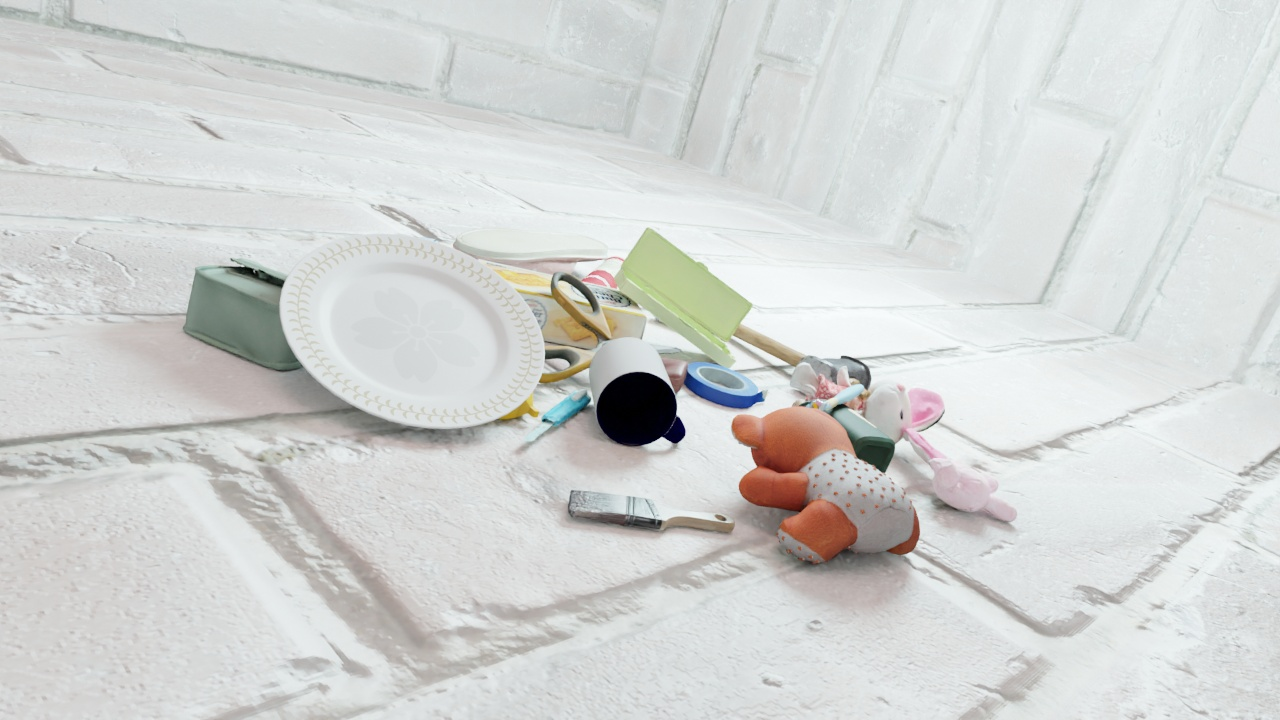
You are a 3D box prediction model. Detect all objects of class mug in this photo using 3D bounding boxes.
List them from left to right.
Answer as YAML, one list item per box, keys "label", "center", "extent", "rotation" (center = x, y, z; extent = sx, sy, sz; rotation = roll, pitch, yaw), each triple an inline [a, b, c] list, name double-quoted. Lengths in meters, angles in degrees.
- label: "mug"
  center: [0.003, 0.040, 0.919]
  extent: [0.112, 0.079, 0.096]
  rotation: [41, 11, -19]

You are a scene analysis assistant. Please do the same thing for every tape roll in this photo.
- label: "tape roll"
  center: [0.097, 0.029, 1.109]
  extent: [0.093, 0.016, 0.091]
  rotation: [29, 22, 32]

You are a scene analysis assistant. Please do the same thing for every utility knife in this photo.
- label: "utility knife"
  center: [-0.082, 0.052, 0.883]
  extent: [0.022, 0.015, 0.161]
  rotation: [21, 17, 12]

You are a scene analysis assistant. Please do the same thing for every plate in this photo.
- label: "plate"
  center: [-0.206, -0.030, 0.848]
  extent: [0.242, 0.016, 0.242]
  rotation: [17, 42, -16]

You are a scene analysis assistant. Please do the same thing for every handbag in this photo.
- label: "handbag"
  center: [-0.349, -0.049, 0.861]
  extent: [0.122, 0.067, 0.106]
  rotation: [21, 17, 12]
- label: "handbag"
  center: [-0.006, 0.006, 1.078]
  extent: [0.120, 0.029, 0.055]
  rotation: [14, 23, 8]

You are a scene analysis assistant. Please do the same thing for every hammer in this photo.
- label: "hammer"
  center: [0.175, -0.024, 1.300]
  extent: [0.097, 0.052, 0.328]
  rotation: [0, 22, -42]

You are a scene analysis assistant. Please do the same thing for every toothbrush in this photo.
- label: "toothbrush"
  center: [0.213, 0.039, 0.982]
  extent: [0.022, 0.016, 0.154]
  rotation: [-14, -2, 31]

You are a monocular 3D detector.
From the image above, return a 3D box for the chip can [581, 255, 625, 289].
- label: "chip can"
  center: [-0.056, -0.106, 1.311]
  extent: [0.052, 0.052, 0.214]
  rotation: [19, 18, 5]

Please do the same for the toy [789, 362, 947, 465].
- label: "toy"
  center: [0.269, 0.056, 1.084]
  extent: [0.194, 0.084, 0.158]
  rotation: [21, 32, 8]

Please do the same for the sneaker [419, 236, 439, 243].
- label: "sneaker"
  center: [-0.212, -0.073, 1.019]
  extent: [0.098, 0.083, 0.241]
  rotation: [12, 16, -17]

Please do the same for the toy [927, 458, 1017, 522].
- label: "toy"
  center: [0.350, 0.138, 0.978]
  extent: [0.110, 0.047, 0.063]
  rotation: [19, 24, -24]

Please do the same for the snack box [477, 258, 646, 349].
- label: "snack box"
  center: [-0.104, -0.065, 1.138]
  extent: [0.207, 0.057, 0.104]
  rotation: [11, 20, -18]

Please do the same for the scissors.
- label: "scissors"
  center: [-0.060, -0.018, 1.027]
  extent: [0.229, 0.016, 0.225]
  rotation: [-19, 57, -40]

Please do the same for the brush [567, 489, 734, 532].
- label: "brush"
  center: [0.010, 0.126, 0.756]
  extent: [0.151, 0.012, 0.039]
  rotation: [11, 19, -19]

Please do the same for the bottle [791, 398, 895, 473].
- label: "bottle"
  center: [0.206, 0.079, 0.989]
  extent: [0.061, 0.061, 0.131]
  rotation: [9, 20, -30]

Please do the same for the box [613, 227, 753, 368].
- label: "box"
  center: [0.053, -0.075, 1.204]
  extent: [0.188, 0.066, 0.127]
  rotation: [34, 56, -20]

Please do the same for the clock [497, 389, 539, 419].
- label: "clock"
  center: [-0.152, 0.015, 0.892]
  extent: [0.099, 0.044, 0.129]
  rotation: [4, 29, -35]

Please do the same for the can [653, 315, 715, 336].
- label: "can"
  center: [0.067, -0.059, 1.314]
  extent: [0.095, 0.032, 0.032]
  rotation: [19, 18, 7]

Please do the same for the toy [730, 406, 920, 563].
- label: "toy"
  center: [0.162, 0.111, 0.834]
  extent: [0.163, 0.093, 0.172]
  rotation: [1, 36, -33]

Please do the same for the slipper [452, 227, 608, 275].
- label: "slipper"
  center: [-0.157, -0.156, 1.361]
  extent: [0.273, 0.054, 0.114]
  rotation: [-7, 30, -46]
